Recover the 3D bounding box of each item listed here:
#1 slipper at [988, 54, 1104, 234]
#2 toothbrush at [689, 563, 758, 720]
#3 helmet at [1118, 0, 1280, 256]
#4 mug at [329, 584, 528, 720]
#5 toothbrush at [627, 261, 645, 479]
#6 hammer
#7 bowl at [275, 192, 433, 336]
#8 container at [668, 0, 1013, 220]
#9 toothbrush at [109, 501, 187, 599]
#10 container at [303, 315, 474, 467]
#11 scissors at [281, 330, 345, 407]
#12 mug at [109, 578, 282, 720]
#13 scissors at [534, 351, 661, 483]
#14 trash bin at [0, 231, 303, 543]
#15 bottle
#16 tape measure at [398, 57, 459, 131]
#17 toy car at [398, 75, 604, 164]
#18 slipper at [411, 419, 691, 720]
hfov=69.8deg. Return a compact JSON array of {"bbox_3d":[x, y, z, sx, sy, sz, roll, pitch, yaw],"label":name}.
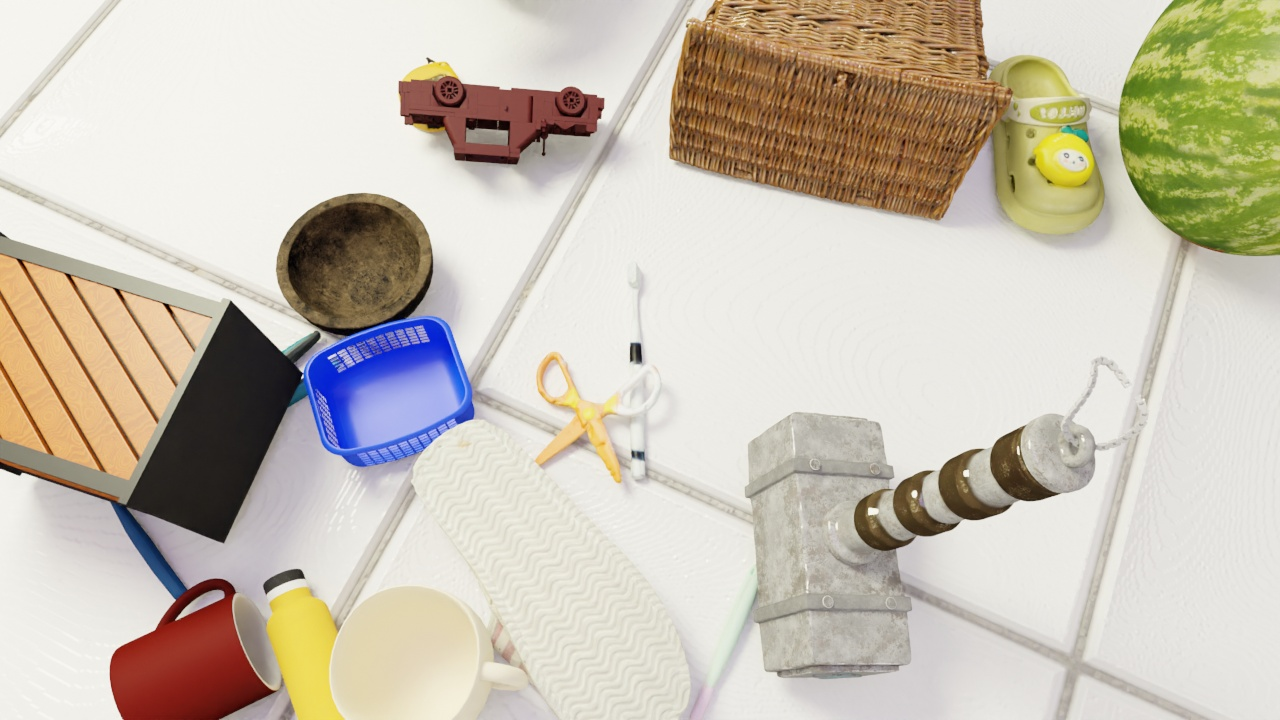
[{"bbox_3d":[0.360,-0.203,0.801,0.091,0.082,0.190,1,65,-4],"label":"slipper"},{"bbox_3d":[0.055,0.216,0.657,0.022,0.015,0.154,9,63,40],"label":"toothbrush"},{"bbox_3d":[0.501,-0.203,0.718,0.213,0.247,0.244,13,109,-14],"label":"helmet"},{"bbox_3d":[-0.134,0.207,0.611,0.120,0.100,0.096,6,66,3],"label":"mug"},{"bbox_3d":[-0.004,0.004,0.741,0.012,0.017,0.186,-6,68,11],"label":"toothbrush"},{"bbox_3d":[0.166,0.088,0.547,0.079,0.327,0.176,6,66,-18],"label":"hammer"},{"bbox_3d":[-0.225,-0.069,0.746,0.121,0.056,0.121,0,68,-1],"label":"bowl"},{"bbox_3d":[0.166,-0.258,0.780,0.250,0.162,0.182,13,64,3],"label":"container"},{"bbox_3d":[-0.390,0.116,0.690,0.014,0.014,0.167,-39,74,-19],"label":"toothbrush"},{"bbox_3d":[-0.189,0.027,0.706,0.114,0.058,0.096,-20,69,-9],"label":"container"},{"bbox_3d":[-0.297,0.035,0.722,0.146,0.019,0.133,4,67,0],"label":"scissors"},{"bbox_3d":[-0.306,0.199,0.632,0.082,0.073,0.105,-25,47,-11],"label":"mug"},{"bbox_3d":[-0.036,0.040,0.721,0.131,0.011,0.125,-27,67,1],"label":"scissors"},{"bbox_3d":[-0.367,0.024,0.641,0.172,0.140,0.139,16,70,6],"label":"trash bin"},{"bbox_3d":[-0.225,0.215,0.636,0.043,0.043,0.143,-25,70,-11],"label":"bottle"},{"bbox_3d":[-0.189,-0.239,0.831,0.058,0.030,0.068,-27,70,-14],"label":"tape measure"},{"bbox_3d":[-0.119,-0.204,0.789,0.169,0.070,0.062,2,95,-10],"label":"toy car"},{"bbox_3d":[-0.068,0.161,0.658,0.115,0.052,0.263,-36,77,-12],"label":"slipper"}]
